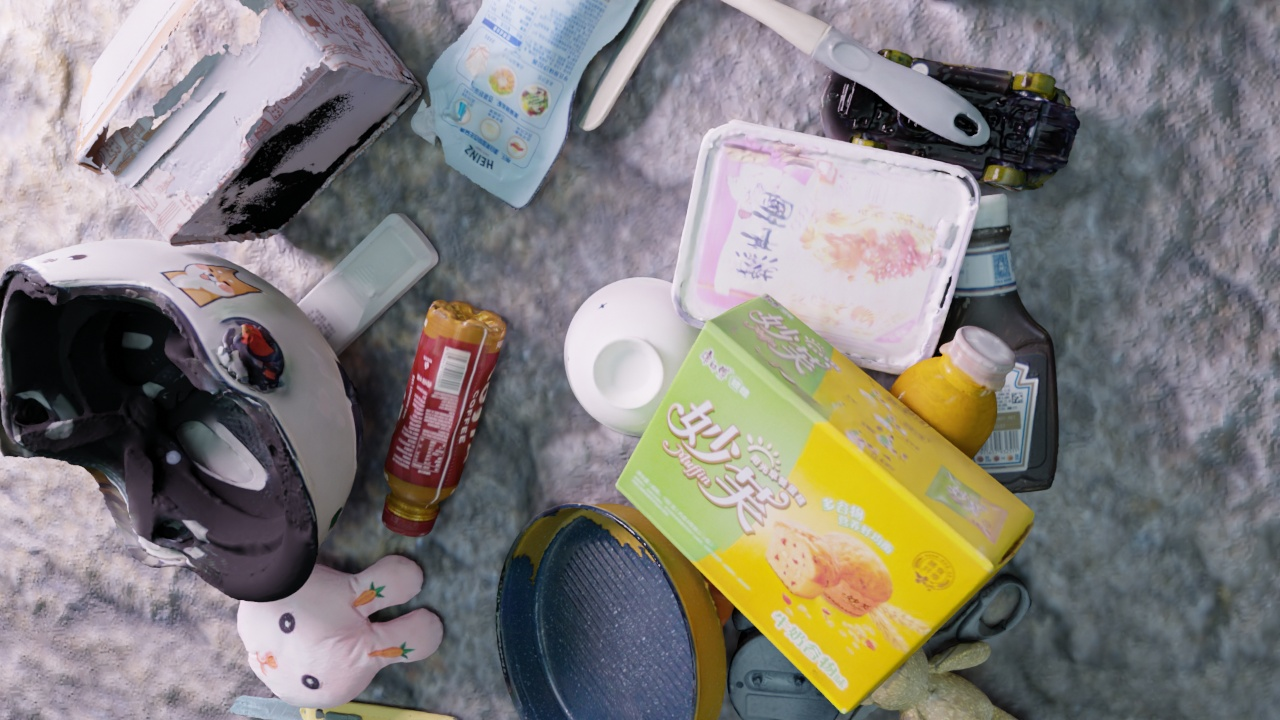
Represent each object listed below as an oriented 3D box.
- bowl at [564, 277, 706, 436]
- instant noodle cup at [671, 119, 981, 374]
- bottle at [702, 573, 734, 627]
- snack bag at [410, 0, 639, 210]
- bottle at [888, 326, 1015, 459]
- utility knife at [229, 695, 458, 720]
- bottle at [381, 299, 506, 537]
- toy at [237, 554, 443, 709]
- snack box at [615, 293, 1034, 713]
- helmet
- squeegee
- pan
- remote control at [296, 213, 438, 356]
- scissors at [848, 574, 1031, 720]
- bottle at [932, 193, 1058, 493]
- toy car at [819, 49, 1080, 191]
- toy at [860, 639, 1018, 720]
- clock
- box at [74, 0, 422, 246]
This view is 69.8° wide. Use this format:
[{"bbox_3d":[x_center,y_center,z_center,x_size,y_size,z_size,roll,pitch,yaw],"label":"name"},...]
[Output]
[{"bbox_3d":[-0.004,0.004,0.640,0.118,0.064,0.118,2,101,11],"label":"bowl"},{"bbox_3d":[0.117,-0.076,0.599,0.173,0.060,0.138,14,112,9],"label":"instant noodle cup"},{"bbox_3d":[0.009,0.206,0.679,0.067,0.066,0.150,35,111,3],"label":"bottle"},{"bbox_3d":[-0.080,-0.210,0.629,0.110,0.038,0.191,31,106,-2],"label":"snack bag"},{"bbox_3d":[0.171,0.061,0.587,0.068,0.067,0.190,27,126,5],"label":"bottle"},{"bbox_3d":[-0.244,0.299,0.767,0.216,0.022,0.031,4,95,14],"label":"utility knife"},{"bbox_3d":[-0.150,0.045,0.677,0.057,0.057,0.175,21,103,6],"label":"bottle"},{"bbox_3d":[-0.242,0.212,0.731,0.159,0.054,0.121,-20,96,5],"label":"toy"},{"bbox_3d":[0.100,0.085,0.561,0.210,0.069,0.158,42,129,20],"label":"snack box"},{"bbox_3d":[-0.303,0.025,0.649,0.274,0.156,0.231,36,127,-2],"label":"helmet"},{"bbox_3d":[0.106,-0.200,0.571,0.246,0.039,0.247,35,105,14],"label":"squeegee"},{"bbox_3d":[0.009,0.245,0.586,0.357,0.078,0.198,45,121,33],"label":"pan"},{"bbox_3d":[-0.209,-0.055,0.688,0.125,0.024,0.049,-40,91,15],"label":"remote control"},{"bbox_3d":[0.200,0.209,0.666,0.159,0.014,0.180,42,106,1],"label":"scissors"},{"bbox_3d":[0.229,-0.010,0.605,0.080,0.044,0.195,-6,98,11],"label":"bottle"},{"bbox_3d":[0.193,-0.155,0.584,0.158,0.042,0.070,18,100,16],"label":"toy car"},{"bbox_3d":[0.218,0.247,0.641,0.157,0.066,0.105,37,77,-5],"label":"toy"},{"bbox_3d":[0.106,0.212,0.662,0.082,0.055,0.122,2,100,11],"label":"clock"},{"bbox_3d":[-0.287,-0.197,0.613,0.182,0.151,0.174,-39,89,14],"label":"box"}]
